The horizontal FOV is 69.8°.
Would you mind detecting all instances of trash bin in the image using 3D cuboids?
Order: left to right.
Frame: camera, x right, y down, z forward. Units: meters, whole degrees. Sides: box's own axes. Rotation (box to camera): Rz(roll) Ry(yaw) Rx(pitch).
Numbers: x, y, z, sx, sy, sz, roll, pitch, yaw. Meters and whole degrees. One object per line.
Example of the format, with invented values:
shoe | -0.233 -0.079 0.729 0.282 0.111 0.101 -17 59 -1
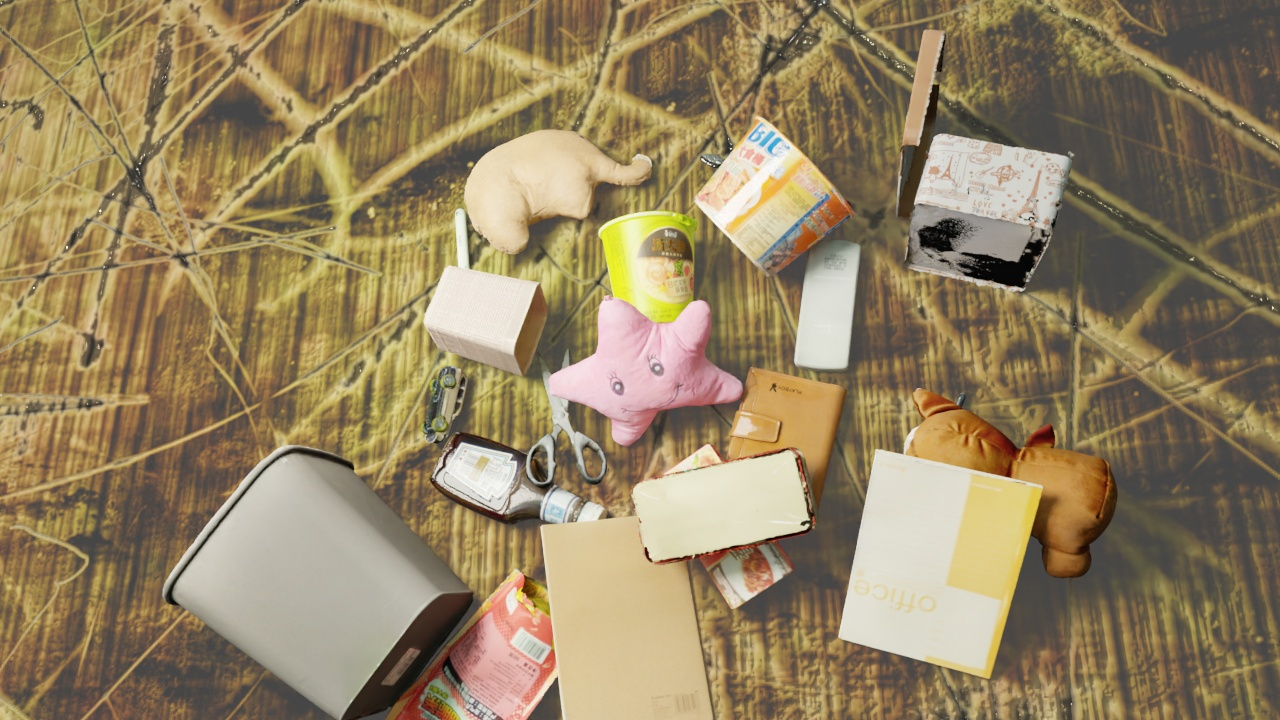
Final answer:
trash bin | -0.313 0.234 0.939 0.220 0.199 0.198 36 84 14

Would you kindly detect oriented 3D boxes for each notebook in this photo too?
notebook | -0.014 0.262 0.917 0.149 0.012 0.211 -3 69 -18
notebook | 0.271 0.190 0.848 0.146 0.010 0.206 12 112 16

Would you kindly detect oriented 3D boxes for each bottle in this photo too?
bottle | -0.131 0.142 0.999 0.195 0.044 0.079 19 68 16

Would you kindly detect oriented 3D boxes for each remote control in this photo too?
remote control | 0.205 -0.061 1.002 0.058 0.021 0.149 6 74 15

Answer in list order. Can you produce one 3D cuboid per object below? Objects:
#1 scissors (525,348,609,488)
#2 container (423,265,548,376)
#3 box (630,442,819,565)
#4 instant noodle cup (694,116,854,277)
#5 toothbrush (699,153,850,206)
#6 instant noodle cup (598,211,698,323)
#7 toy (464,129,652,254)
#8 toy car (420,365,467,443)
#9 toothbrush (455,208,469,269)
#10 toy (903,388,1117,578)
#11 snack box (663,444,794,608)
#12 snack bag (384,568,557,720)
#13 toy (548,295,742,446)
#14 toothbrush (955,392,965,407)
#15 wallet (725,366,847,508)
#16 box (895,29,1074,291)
scissors | -0.090 0.066 1.009 0.163 0.014 0.165 38 60 13
container | -0.174 -0.047 1.034 0.111 0.090 0.089 15 70 8
box | 0.080 0.138 0.885 0.168 0.077 0.091 -15 81 13
instant noodle cup | 0.138 -0.169 0.989 0.111 0.151 0.151 -44 68 10
toothbrush | 0.154 -0.210 1.066 0.189 0.017 0.014 22 84 17
instant noodle cup | 0.014 -0.088 1.014 0.112 0.111 0.123 -7 79 10
toy | -0.102 -0.219 1.096 0.226 0.082 0.143 -26 74 0
toy car | -0.224 0.052 1.050 0.035 0.042 0.090 20 71 -28
toothbrush | -0.214 -0.099 1.108 0.029 0.020 0.189 -16 69 27
toy | 0.336 0.113 0.869 0.199 0.131 0.139 23 51 8
snack box | 0.083 0.168 0.936 0.075 0.025 0.153 -35 76 9
snack bag | -0.157 0.327 0.938 0.128 0.073 0.208 36 88 25
toy | -0.006 0.006 0.956 0.195 0.178 0.074 -22 30 14
toothbrush | 0.290 0.111 0.931 0.018 0.015 0.181 24 79 28
wallet | 0.150 0.079 0.965 0.108 0.031 0.131 14 76 15
box | 0.346 -0.194 0.931 0.158 0.181 0.205 10 75 17
